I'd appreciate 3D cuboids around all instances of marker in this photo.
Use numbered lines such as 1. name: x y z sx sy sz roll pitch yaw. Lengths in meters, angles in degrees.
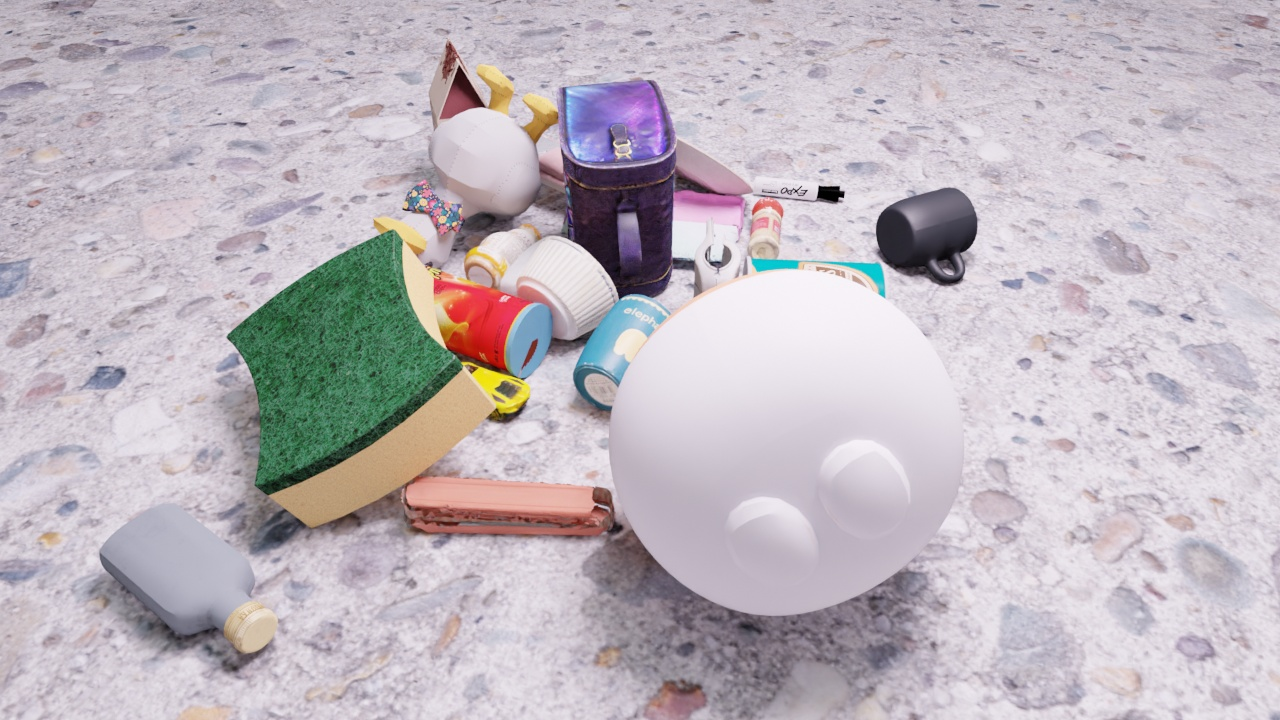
1. marker: 0.222 -0.239 1.283 0.126 0.025 0.025 8 39 9

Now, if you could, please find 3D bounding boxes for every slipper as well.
1. slipper: -0.082 -0.269 1.231 0.274 0.055 0.113 21 43 19

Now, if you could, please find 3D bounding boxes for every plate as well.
1. plate: 0.065 -0.264 1.244 0.188 0.027 0.188 29 5 -3

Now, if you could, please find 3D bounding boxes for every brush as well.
1. brush: -0.265 0.009 0.851 0.195 0.075 0.250 -33 47 -2

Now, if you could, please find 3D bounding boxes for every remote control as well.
1. remote control: -0.123 -0.099 1.069 0.028 0.060 0.114 12 42 27

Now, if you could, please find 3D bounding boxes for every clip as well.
1. clip: 0.084 -0.063 0.991 0.081 0.125 0.147 -4 62 3

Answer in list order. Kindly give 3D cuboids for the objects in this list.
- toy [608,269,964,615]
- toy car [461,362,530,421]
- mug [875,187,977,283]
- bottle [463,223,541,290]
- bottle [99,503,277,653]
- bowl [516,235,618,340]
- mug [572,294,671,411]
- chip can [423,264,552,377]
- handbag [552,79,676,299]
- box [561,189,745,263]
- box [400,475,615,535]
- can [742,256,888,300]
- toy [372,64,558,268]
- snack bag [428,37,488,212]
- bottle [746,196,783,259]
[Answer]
1. toy: 0.110 0.058 0.726 0.263 0.266 0.280 -32 19 9
2. toy car: -0.162 0.028 0.934 0.107 0.030 0.048 16 42 21
3. mug: 0.360 -0.148 1.135 0.094 0.085 0.121 -17 71 -21
4. bottle: -0.161 -0.125 1.099 0.063 0.063 0.108 19 42 21
5. bottle: -0.351 0.176 0.727 0.161 0.046 0.072 25 44 27
6. bowl: -0.087 -0.072 1.004 0.115 0.115 0.062 28 60 30
7. mug: -0.006 0.005 0.934 0.112 0.085 0.104 38 51 -1
8. chip can: -0.206 -0.053 0.990 0.213 0.087 0.086 20 42 21
9. handbag: -0.025 -0.188 1.043 0.125 0.205 0.221 -6 53 -5
10. box: 0.017 -0.176 1.189 0.230 0.035 0.158 6 37 6
11. box: -0.114 0.125 0.799 0.187 0.053 0.058 1 6 -1
12. can: 0.184 -0.060 0.994 0.144 0.099 0.099 2 38 2
13. toy: -0.205 -0.215 1.122 0.141 0.268 0.246 34 8 13
14. snack bag: -0.237 -0.309 1.216 0.069 0.207 0.094 -10 40 -14
15. bottle: 0.160 -0.166 1.175 0.044 0.044 0.108 6 39 7
